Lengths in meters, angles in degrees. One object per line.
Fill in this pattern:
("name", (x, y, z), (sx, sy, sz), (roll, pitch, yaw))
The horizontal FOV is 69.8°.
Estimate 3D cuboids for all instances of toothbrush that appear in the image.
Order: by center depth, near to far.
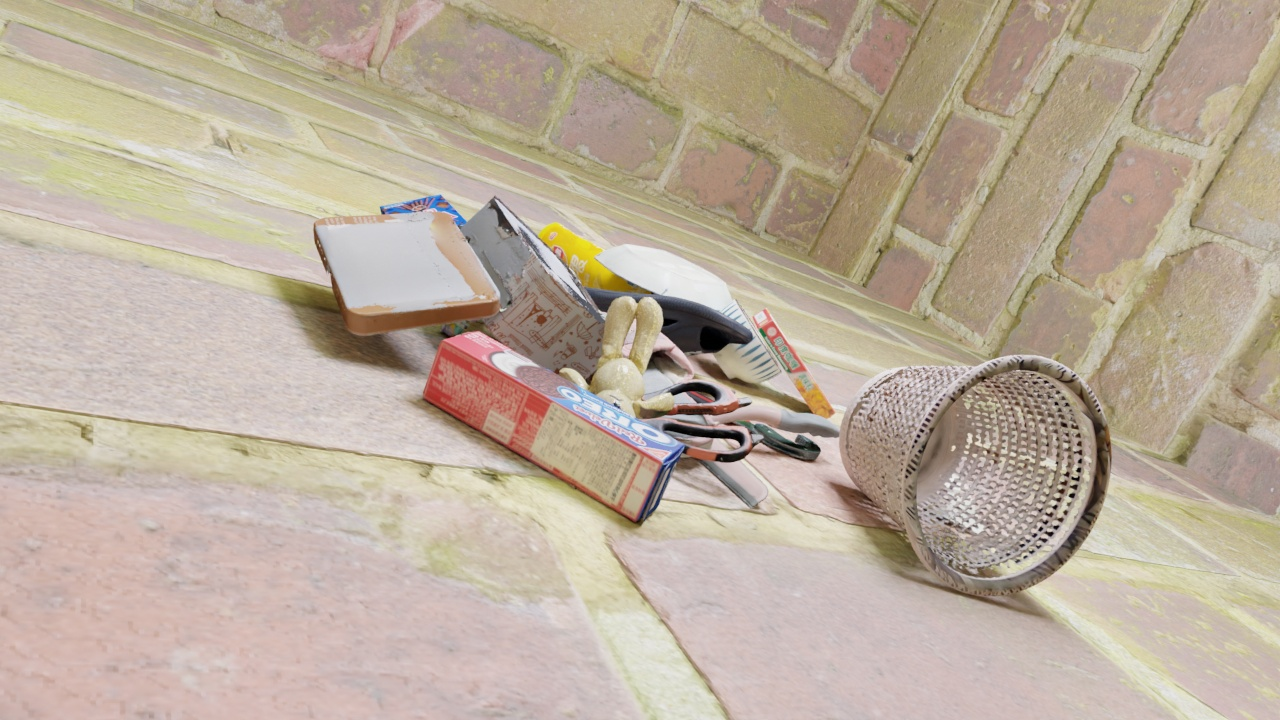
("toothbrush", (-0.166, -0.046, 0.990), (0.029, 0.020, 0.189), (-6, 7, 13))

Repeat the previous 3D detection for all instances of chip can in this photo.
("chip can", (-0.059, -0.126, 1.341), (0.213, 0.072, 0.072), (32, 16, 24))

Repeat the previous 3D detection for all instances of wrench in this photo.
("wrench", (0.078, 0.049, 1.043), (0.273, 0.016, 0.056), (25, 17, 5))

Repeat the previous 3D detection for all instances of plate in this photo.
("plate", (0.333, 0.140, 1.095), (0.164, 0.034, 0.163), (24, 14, -6))
("plate", (0.043, -0.117, 1.254), (0.162, 0.034, 0.265), (30, 13, 19))

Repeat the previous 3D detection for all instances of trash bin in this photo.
("trash bin", (0.309, 0.093, 0.918), (0.227, 0.227, 0.192), (19, 3, -20))

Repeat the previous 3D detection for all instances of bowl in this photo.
("bowl", (0.131, -0.016, 1.223), (0.116, 0.066, 0.116), (55, 8, -13))

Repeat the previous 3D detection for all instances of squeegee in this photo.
("squeegee", (0.134, 0.066, 0.974), (0.249, 0.040, 0.248), (4, 24, -39))

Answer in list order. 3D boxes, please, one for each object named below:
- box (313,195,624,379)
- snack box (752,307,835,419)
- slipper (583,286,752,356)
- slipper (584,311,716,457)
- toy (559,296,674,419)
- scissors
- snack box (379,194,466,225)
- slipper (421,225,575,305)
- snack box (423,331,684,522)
("box", (-0.155, -0.075, 0.860), (0.273, 0.125, 0.179), (14, 26, -37))
("snack box", (0.204, 0.005, 1.232), (0.156, 0.027, 0.077), (55, 10, -12))
("slipper", (0.016, -0.034, 1.147), (0.268, 0.083, 0.110), (13, -5, 32))
("slipper", (-0.006, 0.006, 0.934), (0.114, 0.054, 0.274), (-1, 29, -25))
("toy", (-0.016, 0.011, 0.800), (0.105, 0.066, 0.157), (17, 58, -5))
("scissors", (0.000, 0.038, 0.839), (0.196, 0.015, 0.205), (-32, 59, -34))
("snack box", (-0.275, -0.173, 1.176), (0.084, 0.026, 0.157), (-17, 32, -21))
("slipper", (-0.167, -0.114, 1.037), (0.245, 0.104, 0.074), (12, 62, -51))
("snack box", (-0.069, 0.049, 0.725), (0.207, 0.058, 0.057), (28, 18, 15))
